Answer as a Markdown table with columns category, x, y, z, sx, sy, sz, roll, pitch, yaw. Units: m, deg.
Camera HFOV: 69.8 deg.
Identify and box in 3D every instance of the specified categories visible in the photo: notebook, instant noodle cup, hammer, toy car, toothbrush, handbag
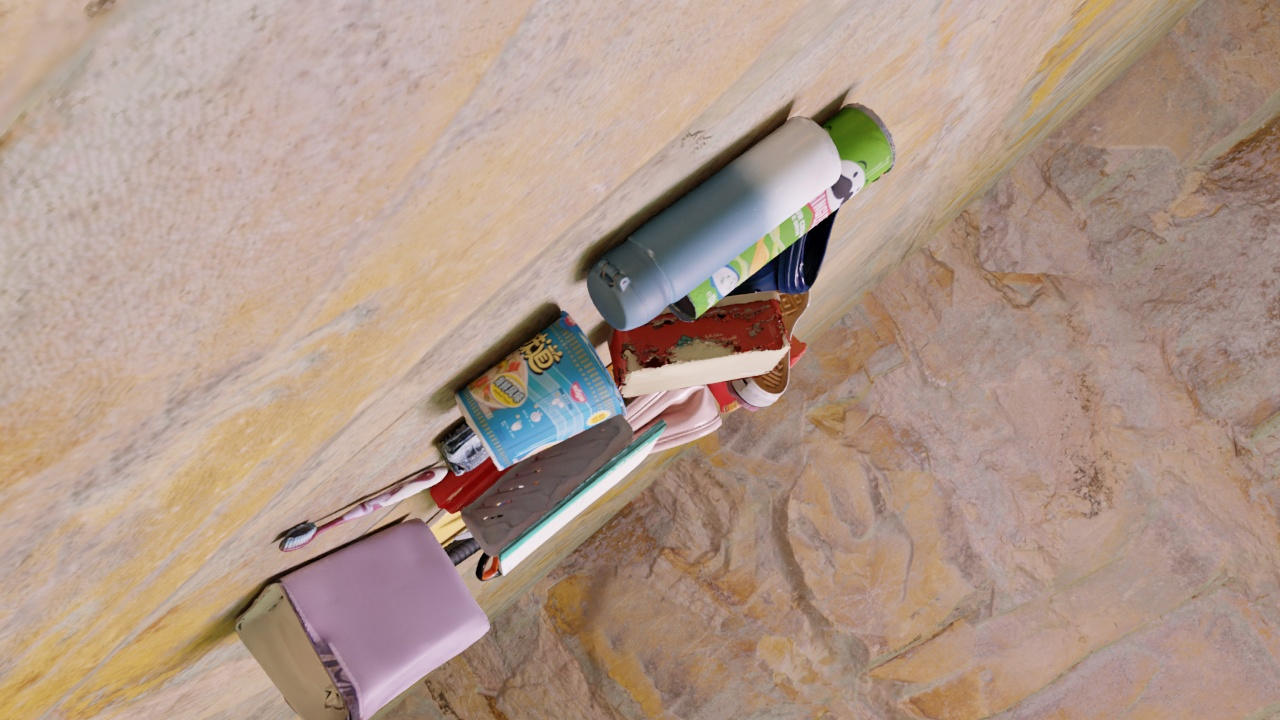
| category | x | y | z | sx | sy | sz | roll | pitch | yaw |
| --- | --- | --- | --- | --- | --- | --- | --- | --- | --- |
| notebook | -0.247 | 0.217 | 1.147 | 0.146 | 0.010 | 0.206 | -42 | 170 | 7 |
| instant noodle cup | -0.083 | 0.029 | 0.724 | 0.110 | 0.099 | 0.099 | -31 | 169 | -8 |
| hammer | -0.167 | 0.203 | 1.210 | 0.299 | 0.033 | 0.129 | -31 | 152 | -30 |
| instant noodle cup | 0.123 | -0.017 | 1.157 | 0.138 | 0.108 | 0.138 | -40 | -178 | 2 |
| toy car | -0.154 | 0.080 | 0.832 | 0.049 | 0.031 | 0.106 | -37 | 170 | -15 |
| notebook | -0.064 | 0.144 | 0.954 | 0.208 | 0.012 | 0.151 | -38 | 170 | -18 |
| toothbrush | -0.228 | 0.120 | 0.782 | 0.187 | 0.016 | 0.017 | -24 | 151 | -57 |
| handbag | -0.027 | 0.083 | 1.139 | 0.234 | 0.093 | 0.193 | -28 | -176 | -3 |
| handbag | -0.256 | 0.251 | 0.872 | 0.099 | 0.145 | 0.196 | -48 | 167 | 24 |

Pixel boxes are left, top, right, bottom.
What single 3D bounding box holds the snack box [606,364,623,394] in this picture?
| category | x | y | z | sx | sy | sz | roll | pitch | yaw |
| --- | --- | --- | --- | --- | --- | --- | --- | --- | --- |
| snack box | -0.006 | 0.006 | 1.070 | 0.153 | 0.026 | 0.075 | -38 | 170 | -10 |

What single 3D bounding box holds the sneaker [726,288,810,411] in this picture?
| category | x | y | z | sx | sy | sz | roll | pitch | yaw |
| --- | --- | --- | --- | --- | --- | --- | --- | --- | --- |
| sneaker | 0.130 | -0.034 | 1.051 | 0.088 | 0.118 | 0.240 | -39 | -155 | 44 |

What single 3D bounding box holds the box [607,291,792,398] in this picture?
| category | x | y | z | sx | sy | sz | roll | pitch | yaw |
| --- | --- | --- | --- | --- | --- | --- | --- | --- | --- |
| box | 0.058 | -0.008 | 0.896 | 0.168 | 0.077 | 0.091 | -9 | 160 | -11 |

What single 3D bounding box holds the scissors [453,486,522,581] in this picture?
| category | x | y | z | sx | sy | sz | roll | pitch | yaw |
| --- | --- | --- | --- | --- | --- | --- | --- | --- | --- |
| scissors | -0.153 | 0.207 | 1.167 | 0.220 | 0.021 | 0.234 | -24 | 150 | -41 |

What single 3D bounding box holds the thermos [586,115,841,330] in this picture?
| category | x | y | z | sx | sy | sz | roll | pitch | yaw |
| --- | --- | --- | --- | --- | --- | --- | --- | --- | --- |
| thermos | 0.056 | -0.105 | 0.711 | 0.220 | 0.070 | 0.070 | -38 | 170 | -14 |

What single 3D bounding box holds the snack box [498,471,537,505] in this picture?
| category | x | y | z | sx | sy | sz | roll | pitch | yaw |
| --- | --- | --- | --- | --- | --- | --- | --- | --- | --- |
| snack box | -0.140 | 0.176 | 1.308 | 0.157 | 0.026 | 0.085 | -38 | 168 | -16 |

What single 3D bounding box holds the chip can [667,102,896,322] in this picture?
| category | x | y | z | sx | sy | sz | roll | pitch | yaw |
| --- | --- | --- | --- | --- | --- | --- | --- | --- | --- |
| chip can | 0.113 | -0.128 | 0.797 | 0.235 | 0.072 | 0.072 | -38 | 170 | -11 |

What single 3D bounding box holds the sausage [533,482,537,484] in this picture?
| category | x | y | z | sx | sy | sz | roll | pitch | yaw |
| --- | --- | --- | --- | --- | --- | --- | --- | --- | --- |
| sausage | -0.091 | 0.148 | 1.154 | 0.021 | 0.021 | 0.165 | -44 | 166 | 19 |

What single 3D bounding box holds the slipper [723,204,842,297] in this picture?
| category | x | y | z | sx | sy | sz | roll | pitch | yaw |
| --- | --- | --- | --- | --- | --- | --- | --- | --- | --- |
| slipper | 0.151 | -0.116 | 0.937 | 0.253 | 0.095 | 0.104 | -49 | 165 | 28 |

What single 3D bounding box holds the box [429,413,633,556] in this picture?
| category | x | y | z | sx | sy | sz | roll | pitch | yaw |
| --- | --- | --- | --- | --- | --- | --- | --- | --- | --- |
| box | -0.105 | 0.110 | 0.948 | 0.201 | 0.100 | 0.095 | -40 | 171 | -3 |
